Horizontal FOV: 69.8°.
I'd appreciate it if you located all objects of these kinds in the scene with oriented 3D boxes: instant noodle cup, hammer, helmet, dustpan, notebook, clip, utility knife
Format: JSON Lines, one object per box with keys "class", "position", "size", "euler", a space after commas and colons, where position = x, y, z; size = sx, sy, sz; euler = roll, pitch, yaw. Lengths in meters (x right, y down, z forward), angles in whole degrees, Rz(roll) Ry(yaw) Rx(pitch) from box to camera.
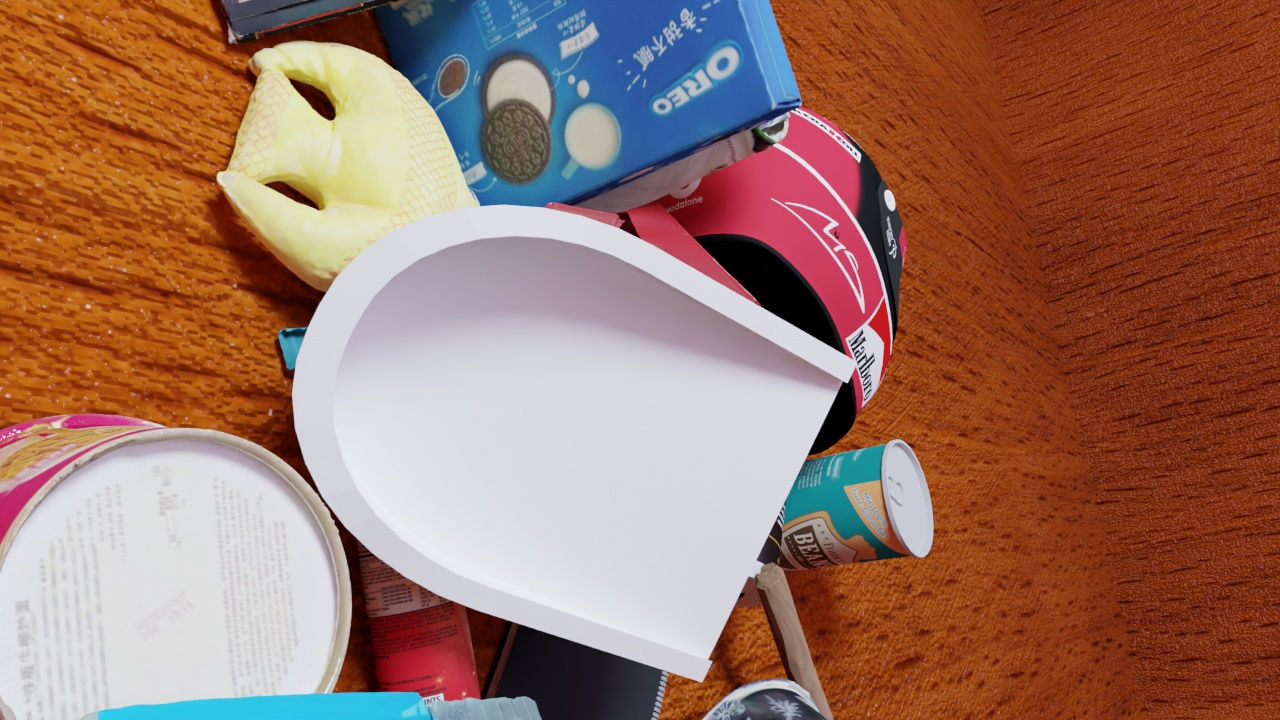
{"class": "instant noodle cup", "position": [-0.192, 0.100, 0.358], "size": [0.178, 0.078, 0.178], "euler": [28, 53, -47]}
{"class": "hammer", "position": [0.146, 0.294, 0.744], "size": [0.097, 0.052, 0.329], "euler": [-57, 134, -49]}
{"class": "helmet", "position": [0.120, -0.091, 0.787], "size": [0.271, 0.198, 0.223], "euler": [55, 45, -25]}
{"class": "instant noodle cup", "position": [0.108, 0.307, 0.626], "size": [0.137, 0.112, 0.137], "euler": [-4, 99, -28]}
{"class": "dustpan", "position": [-0.032, 0.034, 0.443], "size": [0.257, 0.053, 0.191], "euler": [26, 89, -15]}
{"class": "notebook", "position": [-0.046, 0.241, 0.568], "size": [0.149, 0.016, 0.206], "euler": [49, 40, -31]}
{"class": "clip", "position": [-0.147, -0.016, 0.510], "size": [0.130, 0.121, 0.031], "euler": [-19, 90, -73]}
{"class": "utility knife", "position": [-0.116, 0.148, 0.365], "size": [0.224, 0.015, 0.031], "euler": [21, 62, -47]}

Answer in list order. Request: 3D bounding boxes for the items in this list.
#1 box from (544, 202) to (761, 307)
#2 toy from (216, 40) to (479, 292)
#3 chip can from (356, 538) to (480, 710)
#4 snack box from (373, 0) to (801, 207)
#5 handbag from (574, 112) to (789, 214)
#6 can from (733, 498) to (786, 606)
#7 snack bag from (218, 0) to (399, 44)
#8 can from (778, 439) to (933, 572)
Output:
{"class": "box", "position": [-0.035, 0.001, 0.560], "size": [0.158, 0.156, 0.147], "euler": [92, -27, -43]}
{"class": "toy", "position": [-0.153, -0.106, 0.522], "size": [0.154, 0.065, 0.170], "euler": [23, 50, -36]}
{"class": "chip can", "position": [-0.118, 0.122, 0.480], "size": [0.051, 0.052, 0.214], "euler": [1, 76, -56]}
{"class": "snack box", "position": [-0.044, -0.201, 0.558], "size": [0.056, 0.239, 0.195], "euler": [-28, 99, -59]}
{"class": "handbag", "position": [-0.009, -0.180, 0.640], "size": [0.096, 0.199, 0.142], "euler": [-39, 109, -56]}
{"class": "can", "position": [0.082, 0.128, 0.751], "size": [0.072, 0.072, 0.128], "euler": [46, 42, -35]}
{"class": "snack bag", "position": [-0.165, -0.234, 0.514], "size": [0.155, 0.018, 0.074], "euler": [-22, 94, -16]}
{"class": "can", "position": [0.170, 0.133, 0.811], "size": [0.099, 0.144, 0.099], "euler": [28, 54, -47]}
